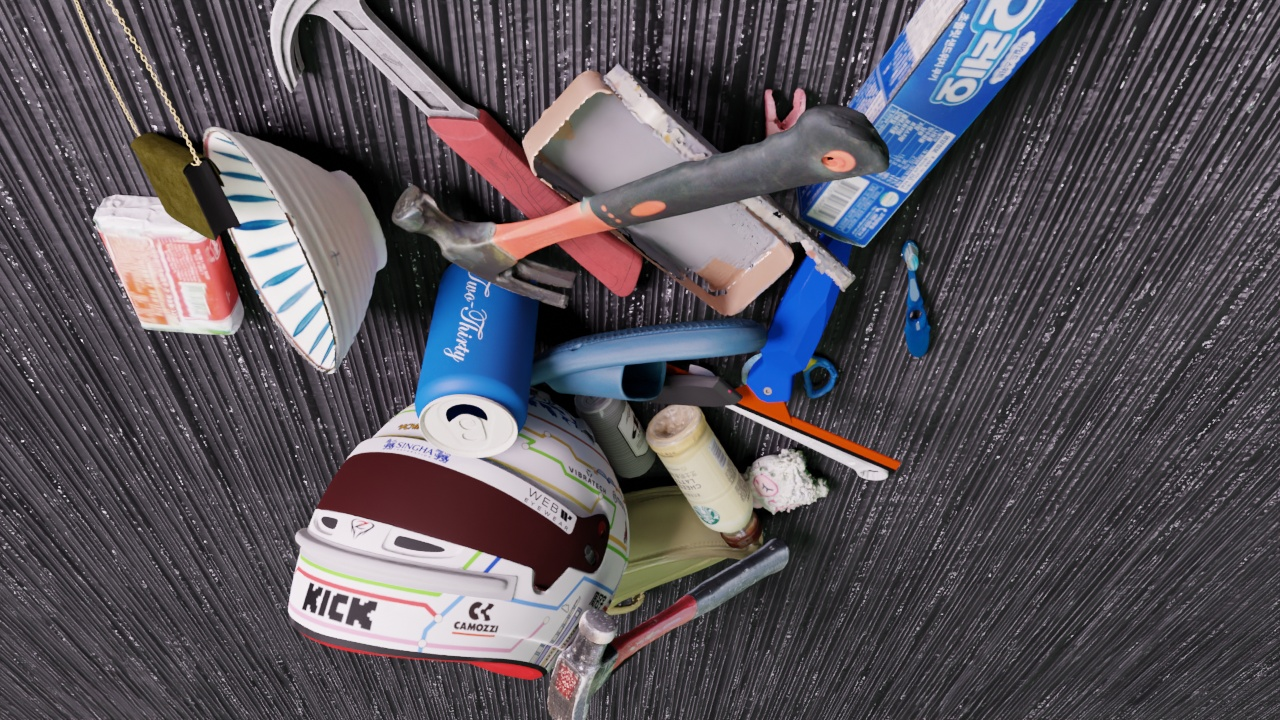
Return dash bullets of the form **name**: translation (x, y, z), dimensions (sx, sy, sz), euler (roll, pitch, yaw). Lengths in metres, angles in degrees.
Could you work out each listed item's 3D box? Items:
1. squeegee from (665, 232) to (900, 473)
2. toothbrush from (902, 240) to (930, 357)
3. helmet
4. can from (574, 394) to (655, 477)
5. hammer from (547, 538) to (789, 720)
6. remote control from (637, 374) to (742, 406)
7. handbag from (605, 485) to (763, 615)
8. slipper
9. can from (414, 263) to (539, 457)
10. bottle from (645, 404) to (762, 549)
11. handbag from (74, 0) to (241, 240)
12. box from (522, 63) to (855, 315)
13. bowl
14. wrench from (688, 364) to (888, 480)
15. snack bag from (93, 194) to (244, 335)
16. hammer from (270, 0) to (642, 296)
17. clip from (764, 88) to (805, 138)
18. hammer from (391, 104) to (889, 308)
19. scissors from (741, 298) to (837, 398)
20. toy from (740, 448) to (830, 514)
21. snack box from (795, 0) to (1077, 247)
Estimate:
- **squeegee**: translation (0.121, -0.024, 0.718), dimensions (0.249, 0.055, 0.185), euler (23, 119, 5)
- **toothbrush**: translation (0.221, -0.044, 0.737), dimensions (0.021, 0.016, 0.132), euler (-9, 137, 13)
- **helmet**: translation (-0.133, 0.134, 0.771), dimensions (0.231, 0.235, 0.314), euler (8, 162, 24)
- **can**: translation (-0.022, 0.063, 0.838), dimensions (0.044, 0.043, 0.107), euler (-14, 136, 15)
- **hammer**: translation (0.040, 0.233, 0.837), dimensions (0.325, 0.036, 0.141), euler (-14, 132, -50)
- **remote control**: translation (0.030, 0.026, 0.777), dimensions (0.125, 0.010, 0.039), euler (-2, 148, 48)
- **handbag**: translation (-0.005, 0.202, 0.974), dimensions (0.233, 0.088, 0.190), euler (-29, 146, 28)
- **slipper**: translation (-0.004, 0.004, 0.710), dimensions (0.214, 0.059, 0.103), euler (-9, -177, 30)
- **can**: translation (-0.119, -0.007, 0.683), dimensions (0.079, 0.145, 0.079), euler (0, 138, 0)
- **bottle**: translation (0.065, 0.113, 0.862), dimensions (0.057, 0.056, 0.162), euler (-20, 123, 21)
- **handbag**: translation (-0.312, -0.164, 0.580), dimensions (0.084, 0.027, 0.178), euler (25, 141, 32)
- **box**: translation (0.033, -0.096, 0.607), dimensions (0.105, 0.096, 0.216), euler (-39, 131, 23)
- **bowl**: translation (-0.224, -0.084, 0.632), dimensions (0.070, 0.177, 0.178), euler (-30, 148, -29)
- **wrench**: translation (0.132, 0.061, 0.852), dimensions (0.273, 0.009, 0.047), euler (26, 150, -27)
- **snack bag**: translation (-0.354, -0.070, 0.696), dimensions (0.077, 0.036, 0.116), euler (4, 138, -3)
- **hammer**: translation (-0.104, -0.142, 0.621), dimensions (0.126, 0.036, 0.315), euler (-24, 134, 28)
- **clip**: translation (0.089, -0.155, 0.612), dimensions (0.037, 0.022, 0.058), euler (-5, 140, 0)
- **hammer**: translation (-0.008, -0.091, 0.551), dimensions (0.334, 0.033, 0.133), euler (-7, 147, 45)
- **scissors**: translation (0.123, -0.012, 0.780), dimensions (0.105, 0.019, 0.132), euler (-11, 133, 10)
- **toy**: translation (0.127, 0.127, 0.914), dimensions (0.109, 0.041, 0.095), euler (-17, 138, 28)
- **snack box**: translation (0.179, -0.171, 0.567), dimensions (0.059, 0.059, 0.227), euler (20, 134, -15)
